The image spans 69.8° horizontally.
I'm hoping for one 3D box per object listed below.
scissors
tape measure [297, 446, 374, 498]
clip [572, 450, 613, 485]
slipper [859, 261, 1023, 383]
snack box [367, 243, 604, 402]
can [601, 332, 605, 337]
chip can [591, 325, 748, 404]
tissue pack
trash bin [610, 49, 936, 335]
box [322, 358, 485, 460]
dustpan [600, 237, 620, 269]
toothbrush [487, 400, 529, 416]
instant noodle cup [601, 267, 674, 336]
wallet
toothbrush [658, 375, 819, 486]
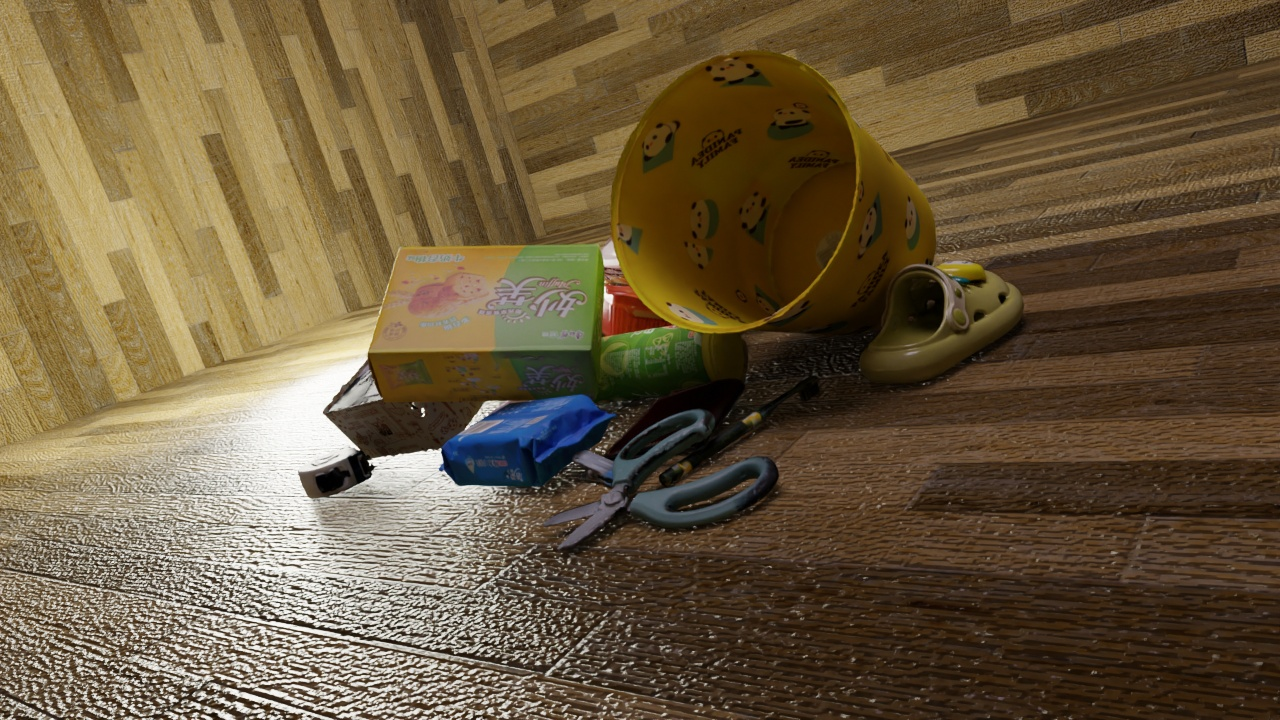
[{"bbox_3d":[0.022,0.087,0.639,0.179,0.019,0.172,7,34,45],"label":"scissors"},{"bbox_3d":[-0.318,0.116,0.951,0.065,0.033,0.066,-25,14,-33],"label":"tape measure"},{"bbox_3d":[-0.031,0.089,0.734,0.057,0.030,0.024,10,30,42],"label":"clip"},{"bbox_3d":[0.254,-0.044,0.779,0.190,0.081,0.092,-30,21,-37],"label":"slipper"},{"bbox_3d":[-0.142,-0.039,0.892,0.210,0.070,0.157,-1,45,2],"label":"snack box"},{"bbox_3d":[-0.008,-0.042,1.164,0.132,0.053,0.053,-28,17,-39],"label":"can"},{"bbox_3d":[-0.005,0.005,0.922,0.222,0.072,0.072,-8,16,33],"label":"chip can"},{"bbox_3d":[-0.100,0.073,0.799,0.157,0.052,0.094,-8,17,44],"label":"tissue pack"},{"bbox_3d":[0.139,-0.126,0.836,0.230,0.229,0.254,-8,-9,35],"label":"trash bin"},{"bbox_3d":[-0.205,0.011,1.035,0.179,0.124,0.273,-12,12,42],"label":"box"},{"bbox_3d":[0.074,-0.113,1.171,0.222,0.138,0.274,1,-24,-26],"label":"dustpan"},{"bbox_3d":[-0.124,0.031,1.086,0.021,0.029,0.188,28,31,15],"label":"toothbrush"},{"bbox_3d":[0.016,-0.060,1.060,0.164,0.079,0.189,7,10,-16],"label":"instant noodle cup"},{"bbox_3d":[0.031,0.053,0.798,0.097,0.020,0.122,-16,13,28],"label":"wallet"},{"bbox_3d":[0.084,0.055,0.731,0.185,0.017,0.012,-29,20,-35],"label":"toothbrush"}]
